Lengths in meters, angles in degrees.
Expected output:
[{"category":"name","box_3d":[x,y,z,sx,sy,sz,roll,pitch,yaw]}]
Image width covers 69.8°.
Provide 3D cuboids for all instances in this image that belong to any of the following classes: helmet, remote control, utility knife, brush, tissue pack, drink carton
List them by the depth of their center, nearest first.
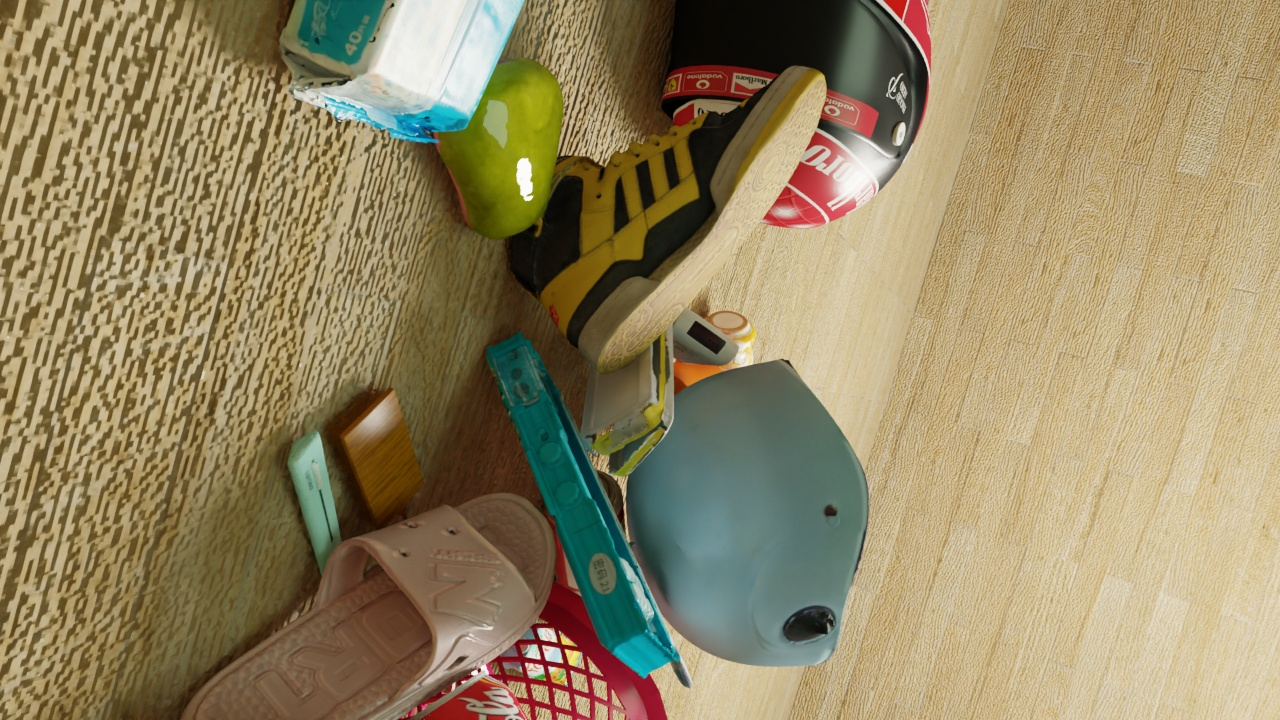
[{"category":"tissue pack","box_3d":[-0.101,-0.172,0.414,0.144,0.062,0.092,-64,160,13]},{"category":"utility knife","box_3d":[-0.178,0.089,0.511,0.022,0.015,0.120,-50,152,-45]},{"category":"brush","box_3d":[-0.153,0.073,0.549,0.048,0.017,0.127,-52,150,-40]},{"category":"helmet","box_3d":[0.124,-0.224,0.742,0.270,0.198,0.224,22,86,-59]},{"category":"helmet","box_3d":[0.074,0.133,0.752,0.225,0.166,0.266,-115,-162,-60]},{"category":"remote control","box_3d":[0.037,-0.020,0.786,0.025,0.060,0.138,-56,-169,-7]},{"category":"drink carton","box_3d":[-0.090,0.254,0.799,0.044,0.039,0.129,-65,156,-18]}]

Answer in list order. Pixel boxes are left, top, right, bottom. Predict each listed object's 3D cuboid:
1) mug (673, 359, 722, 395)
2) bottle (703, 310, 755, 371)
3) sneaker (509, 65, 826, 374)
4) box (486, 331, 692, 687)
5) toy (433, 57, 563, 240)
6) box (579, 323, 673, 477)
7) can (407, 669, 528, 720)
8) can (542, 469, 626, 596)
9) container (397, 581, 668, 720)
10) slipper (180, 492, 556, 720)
[{"category":"mug","box_3d":[0.033,0.024,0.883,0.095,0.078,0.112,-17,94,-63]},{"category":"bottle","box_3d":[0.091,0.002,1.003,0.062,0.063,0.109,-44,145,-49]},{"category":"sneaker","box_3d":[0.010,-0.116,0.614,0.238,0.122,0.086,-51,162,2]},{"category":"box","box_3d":[-0.029,0.110,0.637,0.039,0.226,0.182,-26,148,-2]},{"category":"toy","box_3d":[-0.081,-0.118,0.533,0.089,0.051,0.110,-43,147,-45]},{"category":"box","box_3d":[-0.003,0.005,0.678,0.044,0.066,0.209,46,21,-21]},{"category":"can","box_3d":[-0.081,0.230,0.505,0.064,0.104,0.064,-32,169,-7]},{"category":"can","box_3d":[-0.044,0.171,0.806,0.067,0.067,0.170,-52,150,-41]},{"category":"container","box_3d":[-0.119,0.280,0.598,0.225,0.183,0.183,-34,137,-45]},{"category":"slipper","box_3d":[-0.135,0.140,0.508,0.238,0.094,0.065,-32,148,-41]}]
